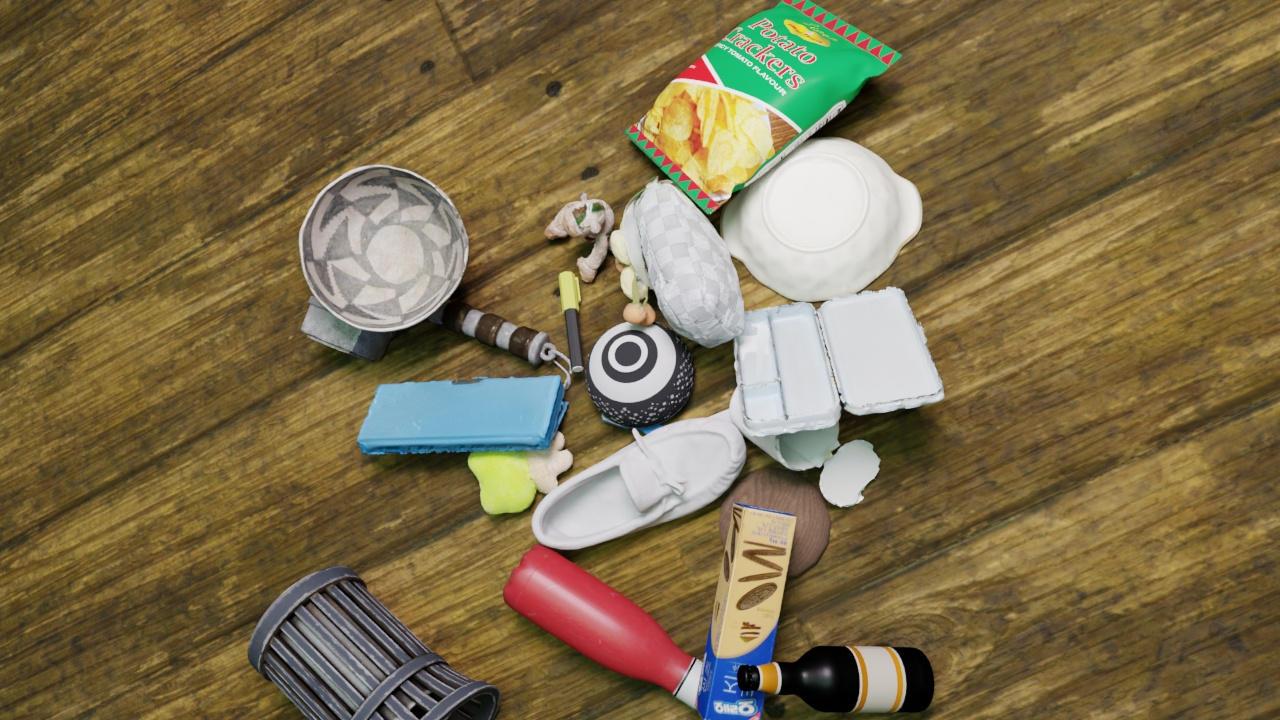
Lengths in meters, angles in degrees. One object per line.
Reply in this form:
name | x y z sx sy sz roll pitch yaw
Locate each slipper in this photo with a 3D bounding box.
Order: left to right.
slipper | -0.006 0.130 0.961 0.247 0.074 0.112 -25 99 13

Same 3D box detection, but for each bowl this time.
bowl | -0.276 -0.119 1.011 0.178 0.081 0.178 0 88 -2
bowl | -0.006 0.006 0.988 0.120 0.066 0.120 -6 65 12
bowl | 0.136 0.168 0.948 0.118 0.030 0.117 -3 78 15
bowl | 0.189 -0.161 0.985 0.219 0.060 0.188 -4 78 15

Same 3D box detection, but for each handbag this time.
handbag | 0.034 -0.089 0.963 0.123 0.112 0.171 -27 55 15

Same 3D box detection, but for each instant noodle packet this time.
instant noodle packet | 0.122 -0.287 0.999 0.253 0.090 0.195 -39 49 2

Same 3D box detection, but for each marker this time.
marker | -0.076 -0.045 1.043 0.021 0.018 0.123 1 62 -19

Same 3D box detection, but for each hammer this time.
hammer | -0.220 -0.054 1.073 0.326 0.079 0.177 21 85 13

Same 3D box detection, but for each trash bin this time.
trash bin | -0.287 0.338 0.966 0.227 0.164 0.164 34 89 22

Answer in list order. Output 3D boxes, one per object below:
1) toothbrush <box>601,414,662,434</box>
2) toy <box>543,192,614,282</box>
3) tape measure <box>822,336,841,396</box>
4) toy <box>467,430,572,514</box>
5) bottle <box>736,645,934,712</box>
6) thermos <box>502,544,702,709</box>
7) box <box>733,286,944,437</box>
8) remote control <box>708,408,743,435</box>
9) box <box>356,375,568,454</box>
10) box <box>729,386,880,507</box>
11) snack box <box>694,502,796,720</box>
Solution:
toothbrush | 0.031 0.080 0.990 0.167 0.014 0.016 16 75 25
toy | -0.059 -0.145 1.030 0.074 0.106 0.085 -27 80 -13
tape measure | 0.200 0.007 0.959 0.066 0.037 0.064 -10 76 13
toy | -0.133 0.119 1.025 0.115 0.046 0.092 -23 75 3
bottle | 0.178 0.296 0.854 0.181 0.059 0.059 5 79 -14
thermos | -0.028 0.280 0.948 0.240 0.073 0.073 30 88 11
box | 0.185 -0.005 0.904 0.189 0.037 0.208 -8 33 5
remote control | 0.053 0.089 0.996 0.131 0.012 0.033 -23 66 10
box | -0.199 0.068 1.036 0.232 0.052 0.093 -3 49 15
box | 0.168 0.079 0.946 0.080 0.150 0.106 -48 30 -1
snack box | 0.102 0.245 0.888 0.056 0.057 0.206 12 84 -7
